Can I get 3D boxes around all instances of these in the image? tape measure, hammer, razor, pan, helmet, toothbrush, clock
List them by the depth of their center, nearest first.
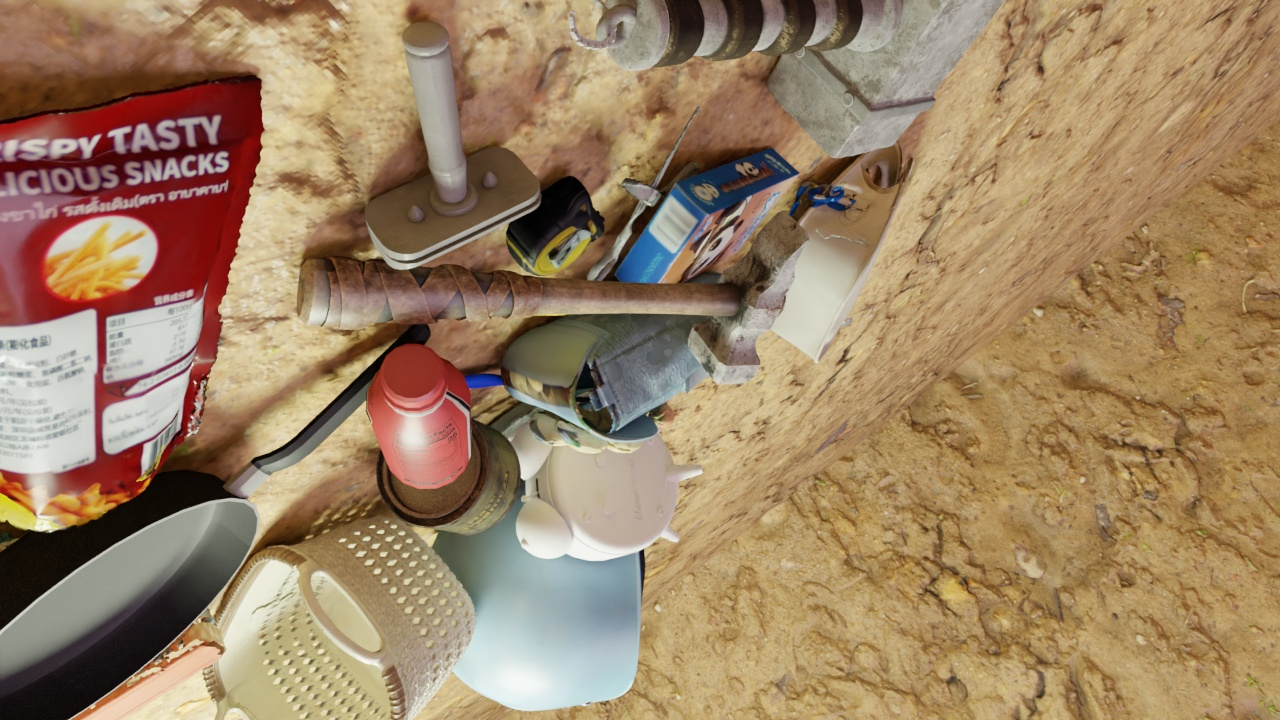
[{"bbox_3d":[-0.093,-0.106,0.434,0.088,0.047,0.116,-30,152,-21],"label":"razor"},{"bbox_3d":[0.079,-0.184,0.492,0.325,0.079,0.177,-21,155,-40],"label":"hammer"},{"bbox_3d":[-0.039,-0.040,0.554,0.318,0.049,0.122,-1,129,-31],"label":"hammer"},{"bbox_3d":[-0.270,0.093,0.555,0.355,0.044,0.204,-46,171,-13],"label":"pan"},{"bbox_3d":[-0.052,-0.079,0.569,0.061,0.034,0.061,-40,165,1],"label":"tape measure"},{"bbox_3d":[-0.129,0.013,0.690,0.182,0.018,0.016,-4,142,-54],"label":"toothbrush"},{"bbox_3d":[-0.030,0.103,0.778,0.160,0.125,0.073,1,162,-33],"label":"clock"},{"bbox_3d":[-0.118,0.216,0.882,0.166,0.225,0.266,5,178,-34],"label":"helmet"}]

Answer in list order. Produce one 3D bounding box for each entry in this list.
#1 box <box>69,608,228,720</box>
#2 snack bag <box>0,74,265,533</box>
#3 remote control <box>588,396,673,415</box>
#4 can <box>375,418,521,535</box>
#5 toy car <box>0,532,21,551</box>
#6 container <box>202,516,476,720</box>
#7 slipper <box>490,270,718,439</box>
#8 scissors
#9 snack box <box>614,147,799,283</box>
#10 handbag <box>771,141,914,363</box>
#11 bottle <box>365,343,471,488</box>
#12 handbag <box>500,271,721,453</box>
[{"bbox_3d":[-0.413,0.264,0.715,0.186,0.056,0.059,-33,-167,-8],"label":"box"},{"bbox_3d":[-0.226,-0.015,0.374,0.138,0.066,0.208,-25,156,-46],"label":"snack bag"},{"bbox_3d":[-0.027,0.045,0.887,0.135,0.050,0.011,-34,161,-10],"label":"remote control"},{"bbox_3d":[-0.146,0.086,0.706,0.090,0.090,0.074,-38,162,0],"label":"can"},{"bbox_3d":[-0.354,0.115,0.496,0.060,0.027,0.107,-49,171,16],"label":"toy car"},{"bbox_3d":[-0.253,0.248,0.773,0.247,0.184,0.142,-50,167,33],"label":"container"},{"bbox_3d":[-0.023,0.020,0.836,0.269,0.054,0.098,-36,164,-1],"label":"slipper"},{"bbox_3d":[-0.002,-0.097,0.603,0.175,0.014,0.141,-52,173,32],"label":"scissors"},{"bbox_3d":[0.051,-0.101,0.668,0.150,0.034,0.087,-32,164,-51],"label":"snack box"},{"bbox_3d":[0.188,-0.115,0.874,0.199,0.093,0.201,-53,166,-19],"label":"handbag"},{"bbox_3d":[-0.138,0.035,0.580,0.062,0.062,0.177,-31,169,-18],"label":"bottle"},{"bbox_3d":[-0.004,0.004,0.711,0.191,0.122,0.119,-28,115,-33],"label":"handbag"}]
